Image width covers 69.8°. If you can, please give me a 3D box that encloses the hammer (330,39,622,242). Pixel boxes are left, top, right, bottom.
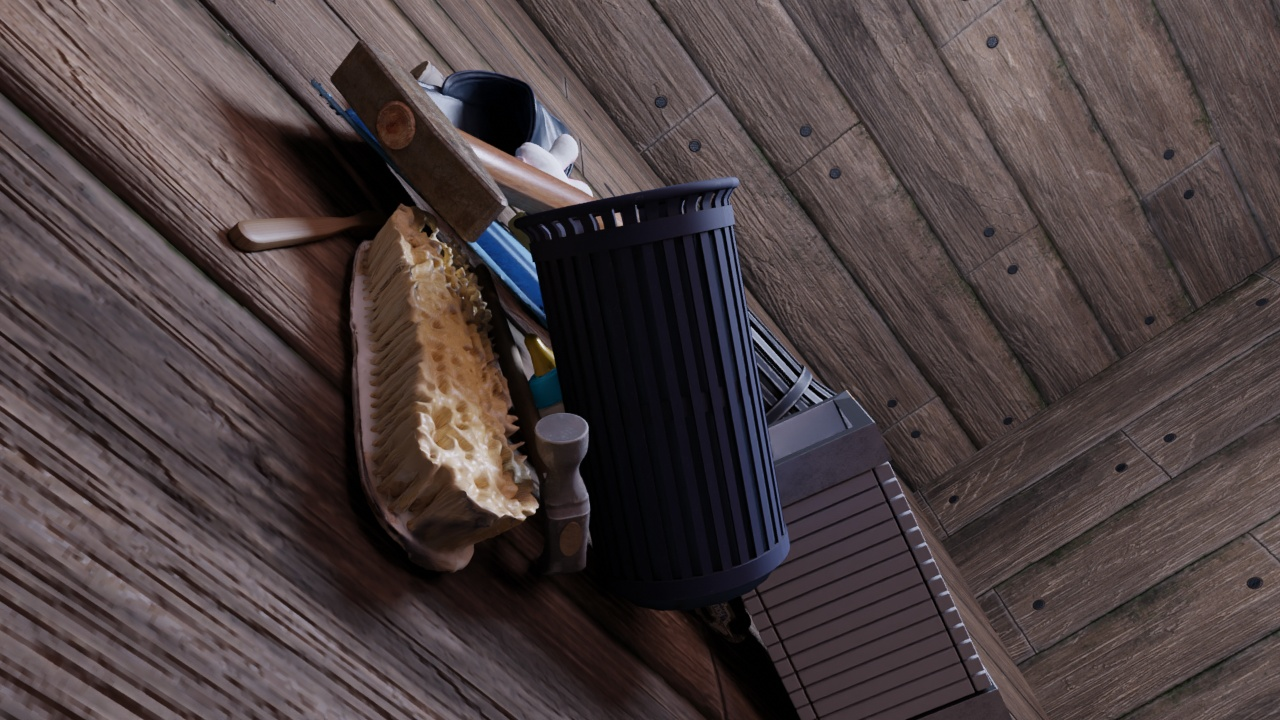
[{"bbox_3d":[-0.088,-0.132,0.716,0.158,0.037,0.300,51,16,20],"label":"hammer"}]

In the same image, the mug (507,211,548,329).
[{"bbox_3d":[-0.081,-0.097,0.860,0.113,0.083,0.107,40,18,-47],"label":"mug"}]

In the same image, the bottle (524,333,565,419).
[{"bbox_3d":[-0.043,0.042,0.663,0.146,0.051,0.051,59,11,-14],"label":"bottle"}]

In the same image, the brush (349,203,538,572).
[{"bbox_3d":[-0.120,0.002,0.518,0.083,0.057,0.271,41,17,-37],"label":"brush"}]

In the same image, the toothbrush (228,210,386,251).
[{"bbox_3d":[-0.197,-0.080,0.558,0.016,0.016,0.166,53,14,-3],"label":"toothbrush"}]

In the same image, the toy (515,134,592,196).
[{"bbox_3d":[-0.086,-0.166,0.842,0.076,0.037,0.125,65,30,-9],"label":"toy"}]

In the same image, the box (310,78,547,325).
[{"bbox_3d":[-0.135,-0.107,0.685,0.231,0.033,0.174,46,3,-2],"label":"box"}]

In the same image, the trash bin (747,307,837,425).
[{"bbox_3d":[0.113,0.021,1.067,0.227,0.164,0.164,47,13,-4],"label":"trash bin"}]

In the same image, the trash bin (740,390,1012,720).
[{"bbox_3d":[0.160,0.175,0.733,0.247,0.142,0.142,64,8,-5],"label":"trash bin"}]

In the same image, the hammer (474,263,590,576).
[{"bbox_3d":[-0.085,0.013,0.609,0.331,0.030,0.119,-123,-151,-55],"label":"hammer"}]

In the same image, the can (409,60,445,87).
[{"bbox_3d":[-0.184,-0.231,0.922,0.135,0.054,0.054,46,15,-33],"label":"can"}]

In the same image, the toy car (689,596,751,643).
[{"bbox_3d":[0.050,0.171,0.704,0.048,0.040,0.113,-104,167,-60],"label":"toy car"}]

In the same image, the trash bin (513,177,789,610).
[{"bbox_3d":[0.014,0.021,0.583,0.139,0.139,0.249,-50,130,-77],"label":"trash bin"}]

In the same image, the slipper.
[{"bbox_3d":[-0.127,-0.219,0.871,0.265,0.084,0.109,-7,80,-59],"label":"slipper"}]
